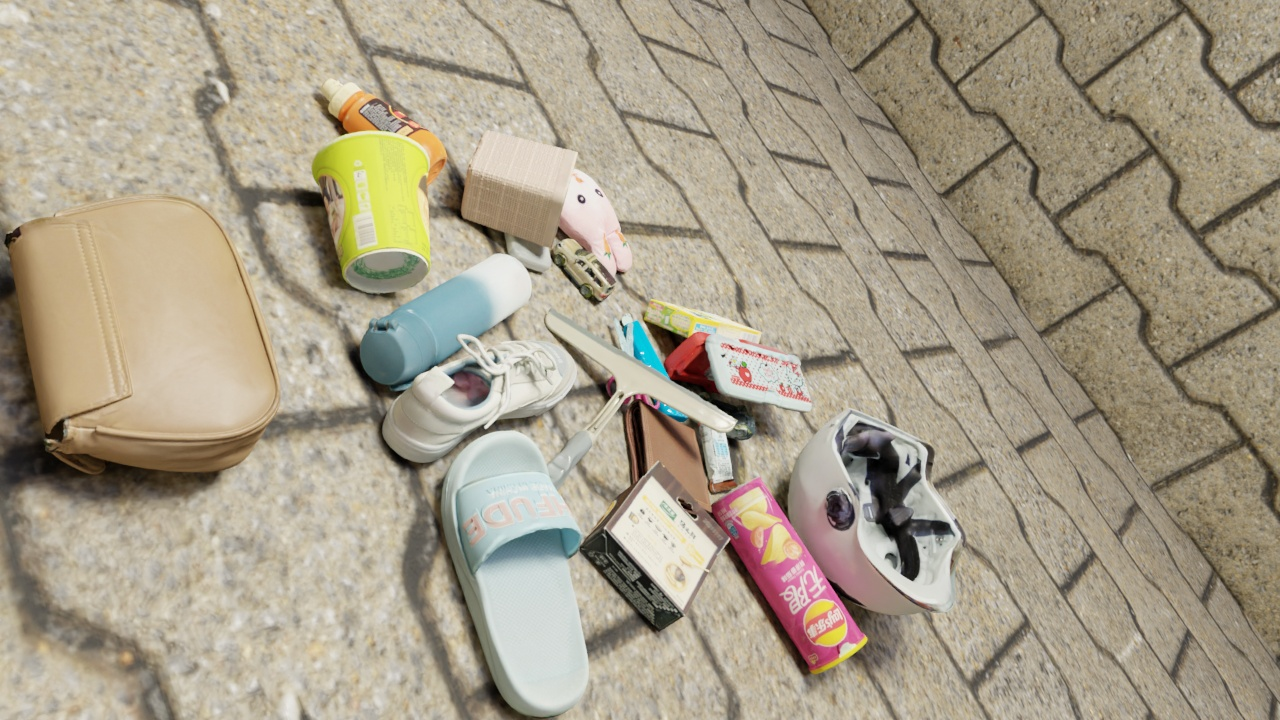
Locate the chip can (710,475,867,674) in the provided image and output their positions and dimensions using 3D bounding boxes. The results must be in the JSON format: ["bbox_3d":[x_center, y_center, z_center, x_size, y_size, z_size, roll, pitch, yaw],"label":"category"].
[{"bbox_3d":[0.159,0.233,1.010,0.071,0.072,0.210,-14,67,-55],"label":"chip can"}]

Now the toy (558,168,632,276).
[{"bbox_3d":[-0.065,-0.179,1.184,0.159,0.054,0.121,56,31,-4],"label":"toy"}]

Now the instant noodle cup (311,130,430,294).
[{"bbox_3d":[-0.248,-0.133,0.870,0.111,0.112,0.123,10,58,-46],"label":"instant noodle cup"}]

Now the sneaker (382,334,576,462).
[{"bbox_3d":[-0.132,0.011,0.852,0.089,0.091,0.241,42,32,13],"label":"sneaker"}]

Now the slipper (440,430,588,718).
[{"bbox_3d":[-0.095,0.164,0.755,0.103,0.074,0.245,3,56,-35],"label":"slipper"}]

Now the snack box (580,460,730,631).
[{"bbox_3d":[0.017,0.181,0.906,0.113,0.053,0.125,48,31,-2],"label":"snack box"}]

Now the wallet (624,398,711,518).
[{"bbox_3d":[0.031,0.110,1.020,0.101,0.032,0.124,28,38,-36],"label":"wallet"}]

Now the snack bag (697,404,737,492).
[{"bbox_3d":[0.088,0.103,1.084,0.048,0.026,0.104,-3,79,-45],"label":"snack bag"}]

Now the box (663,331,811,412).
[{"bbox_3d":[0.133,0.028,1.160,0.201,0.095,0.101,12,43,-47],"label":"box"}]

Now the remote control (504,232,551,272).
[{"bbox_3d":[-0.141,-0.164,1.100,0.055,0.020,0.135,19,44,-40],"label":"remote control"}]

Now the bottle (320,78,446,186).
[{"bbox_3d":[-0.281,-0.249,0.986,0.149,0.067,0.066,40,33,-2],"label":"bottle"}]

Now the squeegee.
[{"bbox_3d":[-0.053,0.075,0.943,0.246,0.039,0.245,31,39,8],"label":"squeegee"}]

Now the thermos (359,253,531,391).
[{"bbox_3d":[-0.184,-0.041,0.884,0.070,0.070,0.219,48,33,-3],"label":"thermos"}]

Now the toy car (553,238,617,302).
[{"bbox_3d":[-0.068,-0.114,1.126,0.090,0.035,0.042,47,31,0],"label":"toy car"}]

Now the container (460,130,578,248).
[{"bbox_3d":[-0.139,-0.198,1.045,0.111,0.090,0.089,16,48,-7],"label":"container"}]

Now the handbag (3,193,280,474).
[{"bbox_3d":[-0.342,-0.015,0.635,0.147,0.100,0.204,-3,59,-43],"label":"handbag"}]

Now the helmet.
[{"bbox_3d":[0.267,0.195,1.112,0.228,0.146,0.258,17,53,-39],"label":"helmet"}]

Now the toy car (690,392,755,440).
[{"bbox_3d":[0.100,0.072,1.139,0.090,0.034,0.042,20,45,-18],"label":"toy car"}]

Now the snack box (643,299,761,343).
[{"bbox_3d":[0.083,-0.045,1.198,0.140,0.034,0.087,13,9,-46],"label":"snack box"}]

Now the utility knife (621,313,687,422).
[{"bbox_3d":[0.012,0.006,1.114,0.034,0.018,0.159,-6,59,-37],"label":"utility knife"}]

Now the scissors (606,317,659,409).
[{"bbox_3d":[-0.005,0.005,1.086,0.083,0.017,0.137,24,44,-22],"label":"scissors"}]
